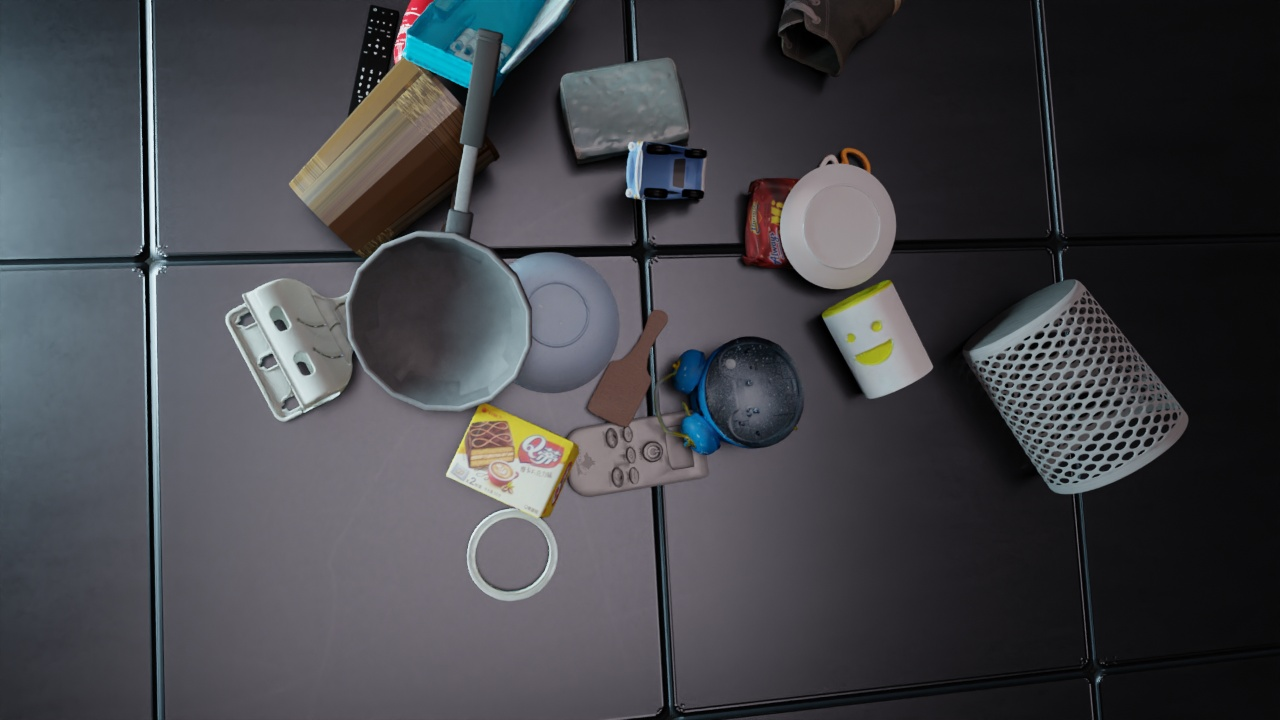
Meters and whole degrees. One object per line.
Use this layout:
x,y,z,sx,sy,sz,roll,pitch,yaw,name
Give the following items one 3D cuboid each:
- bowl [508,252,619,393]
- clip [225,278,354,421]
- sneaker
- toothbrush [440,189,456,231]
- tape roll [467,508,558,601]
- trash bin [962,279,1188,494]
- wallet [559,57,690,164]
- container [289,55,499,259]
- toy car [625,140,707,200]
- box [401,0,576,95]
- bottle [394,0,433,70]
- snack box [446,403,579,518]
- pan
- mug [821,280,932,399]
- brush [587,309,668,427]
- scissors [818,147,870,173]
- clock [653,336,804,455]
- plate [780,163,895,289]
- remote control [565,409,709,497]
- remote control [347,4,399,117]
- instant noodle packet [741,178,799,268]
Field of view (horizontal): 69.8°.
-0.089,-0.044,0.941,0.150,0.075,0.150,1,85,-10,bowl
-0.319,-0.024,0.898,0.152,0.104,0.126,-27,93,-1,clip
0.167,-0.426,1.012,0.234,0.095,0.119,39,80,-12,sneaker
-0.200,-0.114,0.955,0.024,0.022,0.185,10,80,-46,toothbrush
-0.132,0.200,0.945,0.093,0.013,0.093,1,85,-10,tape roll
0.462,0.024,0.995,0.156,0.156,0.183,-36,90,-11,trash bin
-0.018,-0.266,0.984,0.131,0.054,0.100,-9,78,-9,wallet
-0.245,-0.193,0.902,0.167,0.132,0.132,-44,94,-4,container
0.024,-0.195,0.948,0.055,0.153,0.056,10,103,28,toy car
-0.117,-0.341,0.898,0.172,0.084,0.226,-1,41,14,box
-0.229,-0.340,0.956,0.042,0.042,0.141,16,83,-9,bottle
-0.126,0.101,0.921,0.106,0.061,0.083,24,82,4,snack box
-0.169,-0.122,0.854,0.178,0.041,0.358,13,109,-2,pan
0.258,-0.023,0.997,0.082,0.083,0.106,-29,92,-11,mug
-0.006,0.006,0.981,0.050,0.015,0.135,24,74,12,brush
0.242,-0.177,1.042,0.065,0.013,0.128,-18,91,-7,scissors
0.092,0.037,0.964,0.161,0.060,0.116,-5,84,-19,clock
0.217,-0.145,0.992,0.134,0.011,0.134,-1,96,-12,plate
-0.005,0.099,0.973,0.151,0.019,0.074,-8,87,-11,remote control
-0.281,-0.303,0.960,0.030,0.009,0.140,10,84,-9,remote control
0.180,-0.150,1.012,0.135,0.039,0.098,1,99,-11,instant noodle packet
